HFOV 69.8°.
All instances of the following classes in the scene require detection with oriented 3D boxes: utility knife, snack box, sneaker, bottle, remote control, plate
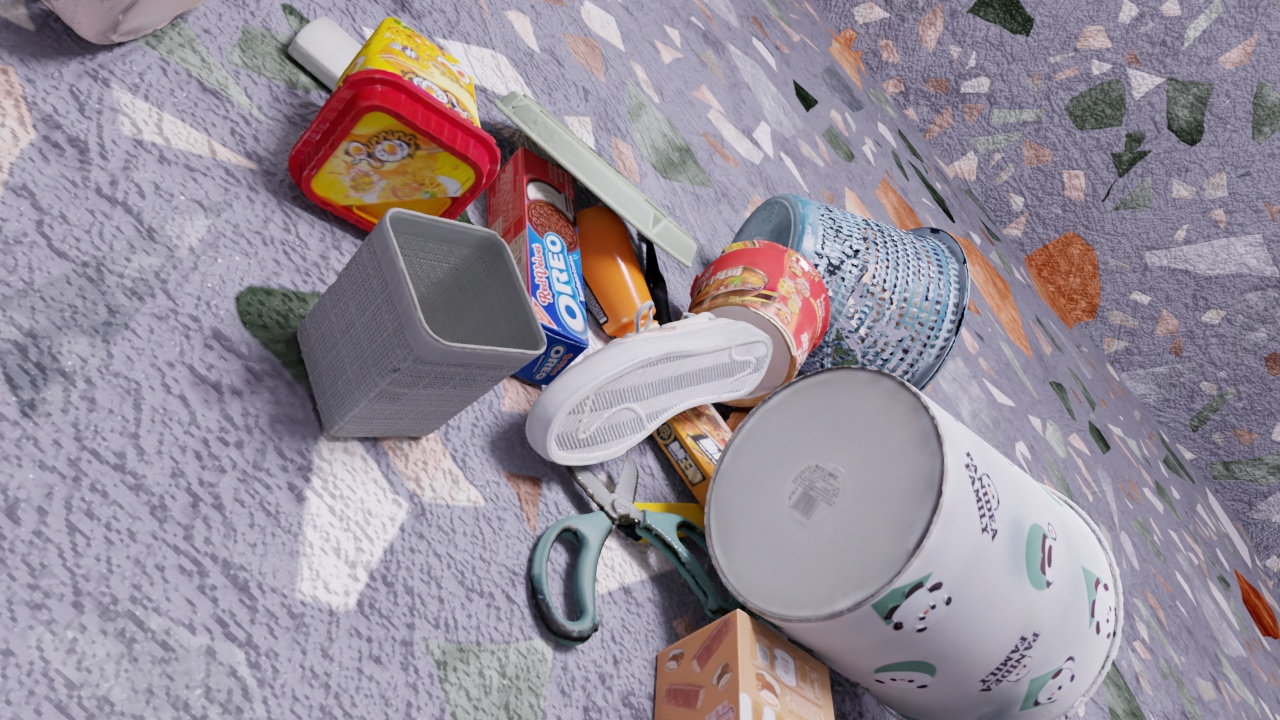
[{"bbox_3d":[0.061,0.133,0.746,0.230,0.015,0.033,11,50,-46],"label":"utility knife"},{"bbox_3d":[0.054,0.075,0.768,0.075,0.026,0.153,-4,53,-55],"label":"snack box"},{"bbox_3d":[-0.004,0.004,0.695,0.091,0.090,0.241,32,33,33],"label":"sneaker"},{"bbox_3d":[-0.020,-0.058,0.796,0.066,0.067,0.149,-20,83,-59],"label":"bottle"},{"bbox_3d":[-0.085,-0.078,0.728,0.057,0.058,0.207,26,39,-33],"label":"snack box"},{"bbox_3d":[-0.207,-0.209,0.733,0.150,0.021,0.058,41,34,-19],"label":"remote control"},{"bbox_3d":[0.067,0.232,0.589,0.092,0.077,0.094,37,33,-24],"label":"snack box"},{"bbox_3d":[-0.035,-0.166,0.831,0.230,0.027,0.230,40,8,-8],"label":"plate"}]

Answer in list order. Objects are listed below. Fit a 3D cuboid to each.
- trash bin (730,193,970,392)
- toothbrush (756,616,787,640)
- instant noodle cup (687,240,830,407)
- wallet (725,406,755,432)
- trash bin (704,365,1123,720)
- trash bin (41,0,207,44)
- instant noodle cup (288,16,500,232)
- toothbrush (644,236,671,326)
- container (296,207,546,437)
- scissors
[{"bbox_3d":[0.199,-0.075,0.987,0.195,0.227,0.226,22,40,-22],"label":"trash bin"},{"bbox_3d":[0.100,0.226,0.692,0.026,0.027,0.220,6,44,-8],"label":"toothbrush"},{"bbox_3d":[0.102,-0.028,0.856,0.138,0.138,0.108,46,34,-10],"label":"instant noodle cup"},{"bbox_3d":[0.133,0.062,0.843,0.124,0.101,0.032,-48,144,-60],"label":"wallet"},{"bbox_3d":[0.194,0.140,0.679,0.252,0.230,0.229,37,33,-37],"label":"trash bin"},{"bbox_3d":[-0.316,-0.302,0.519,0.192,0.228,0.226,55,28,-21],"label":"trash bin"},{"bbox_3d":[-0.169,-0.164,0.643,0.116,0.116,0.123,28,39,-35],"label":"instant noodle cup"},{"bbox_3d":[0.014,-0.068,0.886,0.212,0.026,0.027,-95,170,-45],"label":"toothbrush"},{"bbox_3d":[-0.133,-0.014,0.537,0.090,0.115,0.090,6,53,-51],"label":"container"},{"bbox_3d":[-0.002,0.143,0.625,0.175,0.019,0.169,41,38,-4],"label":"scissors"}]
